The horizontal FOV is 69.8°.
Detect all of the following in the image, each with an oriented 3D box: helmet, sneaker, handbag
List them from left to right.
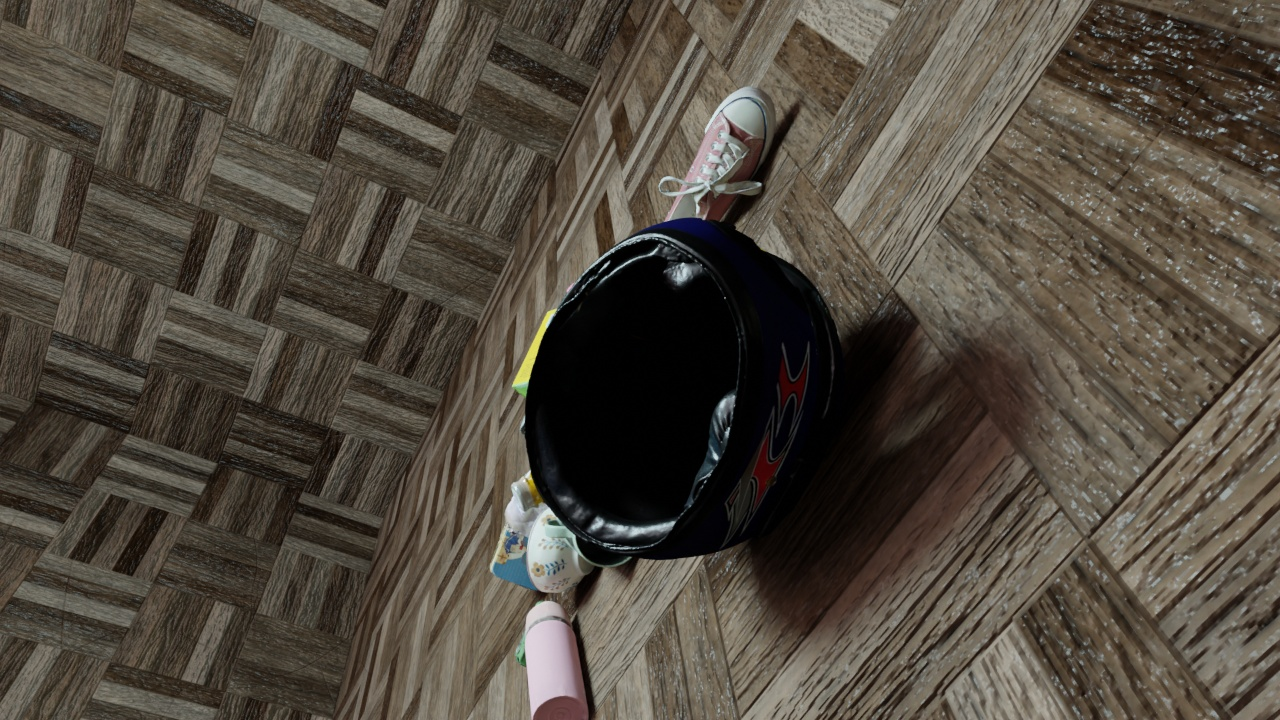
[{"bbox_3d":[-0.102,0.153,1.277,0.133,0.075,0.194,-21,-31,-57],"label":"handbag"},{"bbox_3d":[0.055,0.017,0.775,0.239,0.247,0.316,-21,-32,-47],"label":"helmet"},{"bbox_3d":[0.098,-0.239,1.198,0.242,0.118,0.087,-58,3,25],"label":"sneaker"}]

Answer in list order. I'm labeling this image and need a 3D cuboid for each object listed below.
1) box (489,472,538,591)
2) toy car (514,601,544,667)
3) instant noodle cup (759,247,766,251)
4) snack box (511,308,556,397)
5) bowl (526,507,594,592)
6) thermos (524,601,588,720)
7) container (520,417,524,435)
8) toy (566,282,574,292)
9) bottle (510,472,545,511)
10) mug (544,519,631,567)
[{"bbox_3d":[-0.159,0.252,1.396,0.060,0.089,0.184,160,129,-76],"label":"box"},{"bbox_3d":[-0.138,0.376,1.251,0.091,0.043,0.036,-69,18,-5],"label":"toy car"},{"bbox_3d":[0.094,-0.056,0.985,0.118,0.118,0.115,-94,23,-55],"label":"instant noodle cup"},{"bbox_3d":[-0.092,-0.018,1.434,0.211,0.070,0.157,-14,45,47],"label":"snack box"},{"bbox_3d":[-0.095,0.252,1.214,0.062,0.113,0.113,0,60,25],"label":"bowl"},{"bbox_3d":[-0.106,0.381,1.128,0.198,0.067,0.087,-121,26,-69],"label":"thermos"},{"bbox_3d":[-0.143,0.076,1.573,0.090,0.090,0.114,-54,18,36],"label":"container"},{"bbox_3d":[-0.112,-0.086,1.693,0.179,0.074,0.194,-37,33,44],"label":"toy"},{"bbox_3d":[-0.069,0.129,1.142,0.189,0.068,0.068,-26,5,-19],"label":"bottle"},{"bbox_3d":[-0.065,0.205,1.129,0.106,0.111,0.082,178,92,-74],"label":"mug"}]
